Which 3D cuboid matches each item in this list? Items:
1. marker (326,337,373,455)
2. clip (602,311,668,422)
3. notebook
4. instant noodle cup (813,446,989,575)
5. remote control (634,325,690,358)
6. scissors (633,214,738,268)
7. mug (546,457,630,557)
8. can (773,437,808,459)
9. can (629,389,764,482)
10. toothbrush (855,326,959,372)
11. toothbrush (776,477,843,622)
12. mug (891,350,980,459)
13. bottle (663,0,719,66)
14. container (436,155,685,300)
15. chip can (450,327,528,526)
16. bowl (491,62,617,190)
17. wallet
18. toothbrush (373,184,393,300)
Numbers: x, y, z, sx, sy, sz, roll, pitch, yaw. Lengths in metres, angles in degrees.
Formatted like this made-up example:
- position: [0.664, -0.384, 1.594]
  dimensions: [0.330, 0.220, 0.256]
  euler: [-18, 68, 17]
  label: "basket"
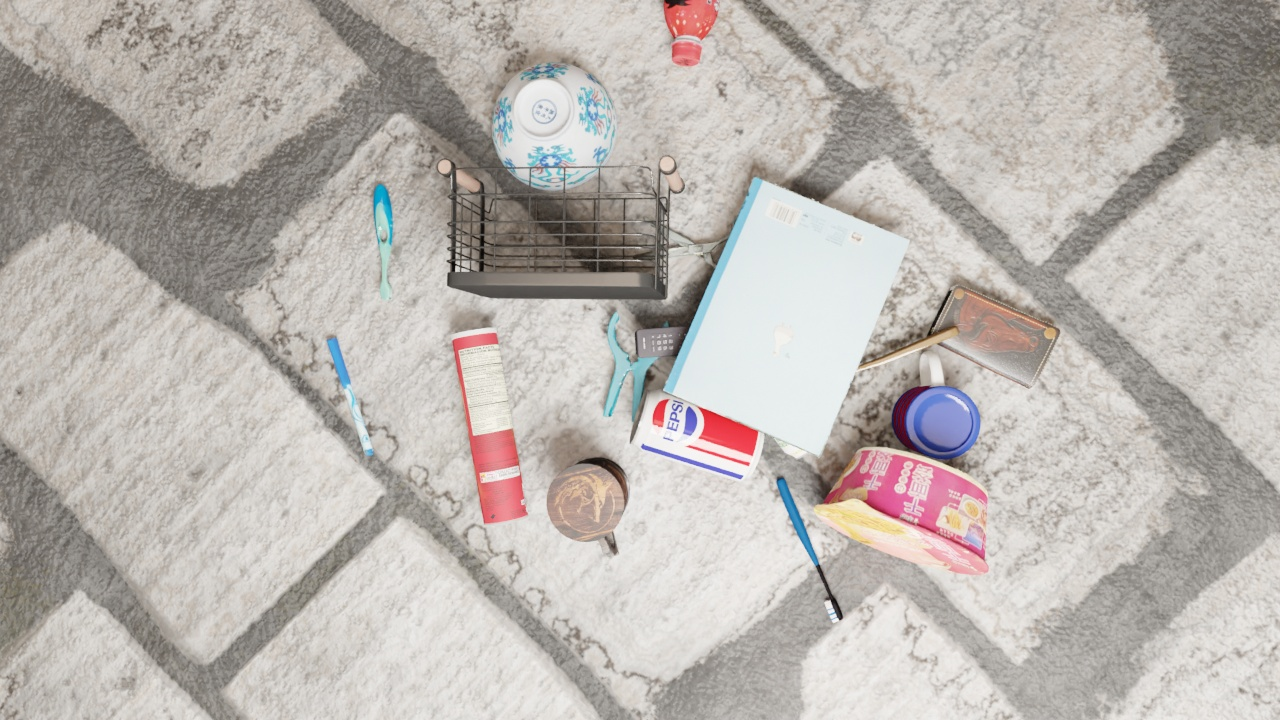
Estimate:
- position: [-0.333, 0.042, 1.056]
  dimensions: [0.013, 0.013, 0.142]
  euler: [-19, 88, 4]
  label: "marker"
- position: [0.009, 0.005, 1.024]
  dimensions: [0.121, 0.031, 0.130]
  euler: [-10, 88, 0]
  label: "clip"
- position: [0.155, -0.049, 0.970]
  dimensions: [0.181, 0.009, 0.253]
  euler: [24, 85, 3]
  label: "notebook"
- position: [0.275, 0.149, 0.937]
  dimensions: [0.178, 0.179, 0.077]
  euler: [23, 75, 4]
  label: "instant noodle cup"
- position: [0.062, -0.023, 1.008]
  dimensions: [0.136, 0.015, 0.032]
  euler: [-4, 94, -11]
  label: "remote control"
- position: [0.072, -0.110, 1.020]
  dimensions: [0.142, 0.014, 0.161]
  euler: [-27, 84, 10]
  label: "scissors"
- position: [-0.047, 0.163, 0.984]
  dimensions: [0.080, 0.107, 0.116]
  euler: [-16, 88, 4]
  label: "mug"
- position: [0.155, 0.054, 0.995]
  dimensions: [0.055, 0.055, 0.101]
  euler: [-37, 87, 3]
  label: "can"
- position: [0.060, 0.080, 0.985]
  dimensions: [0.132, 0.070, 0.070]
  euler: [18, 91, -5]
  label: "can"
- position: [0.265, 0.001, 0.996]
  dimensions: [0.167, 0.016, 0.016]
  euler: [-24, 95, 13]
  label: "toothbrush"
- position: [0.185, 0.208, 1.011]
  dimensions: [0.014, 0.014, 0.167]
  euler: [-24, 86, 15]
  label: "toothbrush"
- position: [0.310, 0.046, 0.972]
  dimensions: [0.075, 0.076, 0.112]
  euler: [-2, 89, 4]
  label: "mug"
- position: [0.056, -0.394, 1.004]
  dimensions: [0.062, 0.062, 0.137]
  euler: [6, 89, 4]
  label: "bottle"
- position: [-0.080, -0.135, 0.956]
  dimensions: [0.241, 0.162, 0.130]
  euler: [1, 89, 8]
  label: "container"
- position: [-0.168, 0.074, 1.023]
  dimensions: [0.052, 0.052, 0.214]
  euler: [-10, 89, 4]
  label: "chip can"
- position: [-0.100, -0.266, 1.009]
  dimensions: [0.144, 0.074, 0.144]
  euler: [0, 89, 5]
  label: "bowl"
- position: [0.382, -0.027, 0.995]
  dimensions: [0.123, 0.019, 0.072]
  euler: [25, 92, 4]
  label: "wallet"
- position: [-0.294, -0.135, 1.054]
  dimensions: [0.022, 0.017, 0.135]
  euler: [-4, 87, 5]
  label: "toothbrush"
